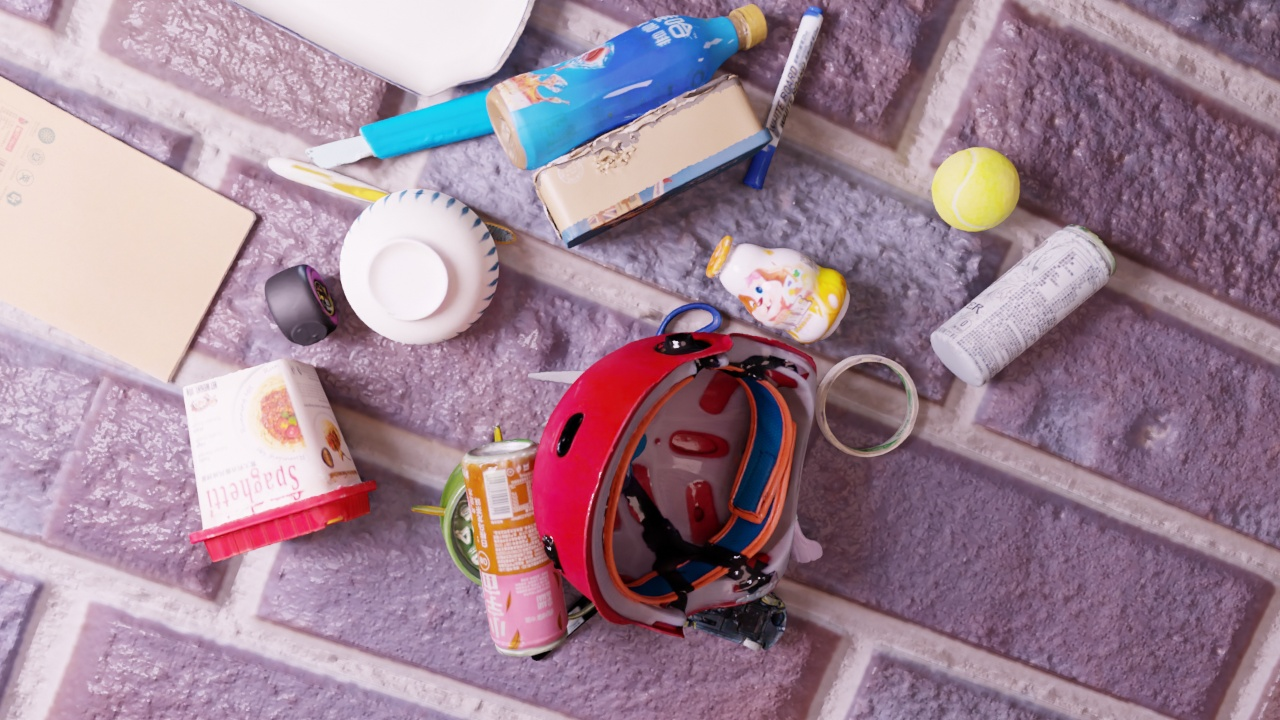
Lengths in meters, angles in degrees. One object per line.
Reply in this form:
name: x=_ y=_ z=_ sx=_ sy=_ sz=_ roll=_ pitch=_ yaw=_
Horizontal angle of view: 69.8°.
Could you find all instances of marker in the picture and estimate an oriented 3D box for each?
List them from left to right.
marker: x=-0.045 y=0.204 z=0.758 sx=0.124 sy=0.015 sz=0.018 roll=-42 pitch=99 yaw=3
marker: x=0.113 y=-0.207 z=0.724 sx=0.017 sy=0.017 sz=0.146 roll=19 pitch=94 yaw=-9

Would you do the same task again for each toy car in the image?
toy car: x=0.070 y=0.205 z=0.762 sx=0.105 sy=0.031 sz=0.049 roll=21 pitch=95 yaw=-8

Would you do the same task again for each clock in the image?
clock: x=-0.089 y=0.136 z=0.722 sx=0.116 sy=0.056 sz=0.161 roll=-44 pitch=100 yaw=1

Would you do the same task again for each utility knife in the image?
utility knife: x=-0.158 y=-0.177 z=0.692 sx=0.187 sy=0.018 sz=0.034 roll=-17 pitch=101 yaw=-7

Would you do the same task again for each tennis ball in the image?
tennis ball: x=0.265 y=-0.135 z=0.727 sx=0.065 sy=0.065 sz=0.065 roll=-1 pitch=97 yaw=-7

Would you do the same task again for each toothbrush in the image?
toothbrush: x=-0.187 y=-0.121 z=0.697 sx=0.191 sy=0.018 sz=0.016 roll=17 pitch=93 yaw=-9
toothbrush: x=0.110 y=0.078 z=0.758 sx=0.029 sy=0.021 sz=0.189 roll=-15 pitch=99 yaw=28

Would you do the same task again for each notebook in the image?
notebook: x=-0.414 y=-0.095 z=0.679 sx=0.207 sy=0.008 sz=0.148 roll=29 pitch=93 yaw=-9

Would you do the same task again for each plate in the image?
plate: x=-0.205 y=-0.301 z=0.665 sx=0.265 sy=0.034 sz=0.162 roll=24 pitch=93 yaw=-9

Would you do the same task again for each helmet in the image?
helmet: x=0.006 y=0.075 z=0.649 sx=0.239 sy=0.144 sz=0.207 roll=-4 pitch=105 yaw=-46

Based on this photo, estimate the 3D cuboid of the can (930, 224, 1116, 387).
can: x=0.310 y=-0.044 z=0.747 sx=0.146 sy=0.058 sz=0.058 roll=-40 pitch=100 yaw=-1

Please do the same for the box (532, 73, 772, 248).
box: x=0.012 y=-0.149 z=0.683 sx=0.184 sy=0.090 sz=0.061 roll=-25 pitch=95 yaw=0

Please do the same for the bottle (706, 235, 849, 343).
bottle: x=0.106 y=-0.058 z=0.719 sx=0.108 sy=0.063 sz=0.063 roll=26 pitch=93 yaw=-9

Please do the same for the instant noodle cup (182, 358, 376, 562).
instant noodle cup: x=-0.268 y=0.070 z=0.670 sx=0.116 sy=0.117 sz=0.124 roll=-17 pitch=87 yaw=-4

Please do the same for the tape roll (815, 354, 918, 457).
tape roll: x=0.189 y=0.037 z=0.765 sx=0.085 sy=0.014 sz=0.086 roll=-1 pitch=97 yaw=-7

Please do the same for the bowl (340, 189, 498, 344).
bowl: x=-0.165 y=-0.064 z=0.673 sx=0.116 sy=0.066 sz=0.116 roll=-1 pitch=107 yaw=-2

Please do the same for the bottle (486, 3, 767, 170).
bottle: x=-0.004 y=-0.210 z=0.680 sx=0.218 sy=0.065 sz=0.065 roll=-27 pitch=99 yaw=-13

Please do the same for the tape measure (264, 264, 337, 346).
tape measure: x=-0.253 y=-0.040 z=0.680 sx=0.039 sy=0.057 sz=0.058 roll=-22 pitch=108 yaw=-3

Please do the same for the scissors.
scissors: x=0.003 y=0.017 z=0.742 sx=0.160 sy=0.012 sz=0.163 roll=39 pitch=93 yaw=-9

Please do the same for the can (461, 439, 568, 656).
can: x=-0.090 y=0.134 z=0.663 sx=0.058 sy=0.058 sz=0.147 roll=-9 pitch=98 yaw=-6
